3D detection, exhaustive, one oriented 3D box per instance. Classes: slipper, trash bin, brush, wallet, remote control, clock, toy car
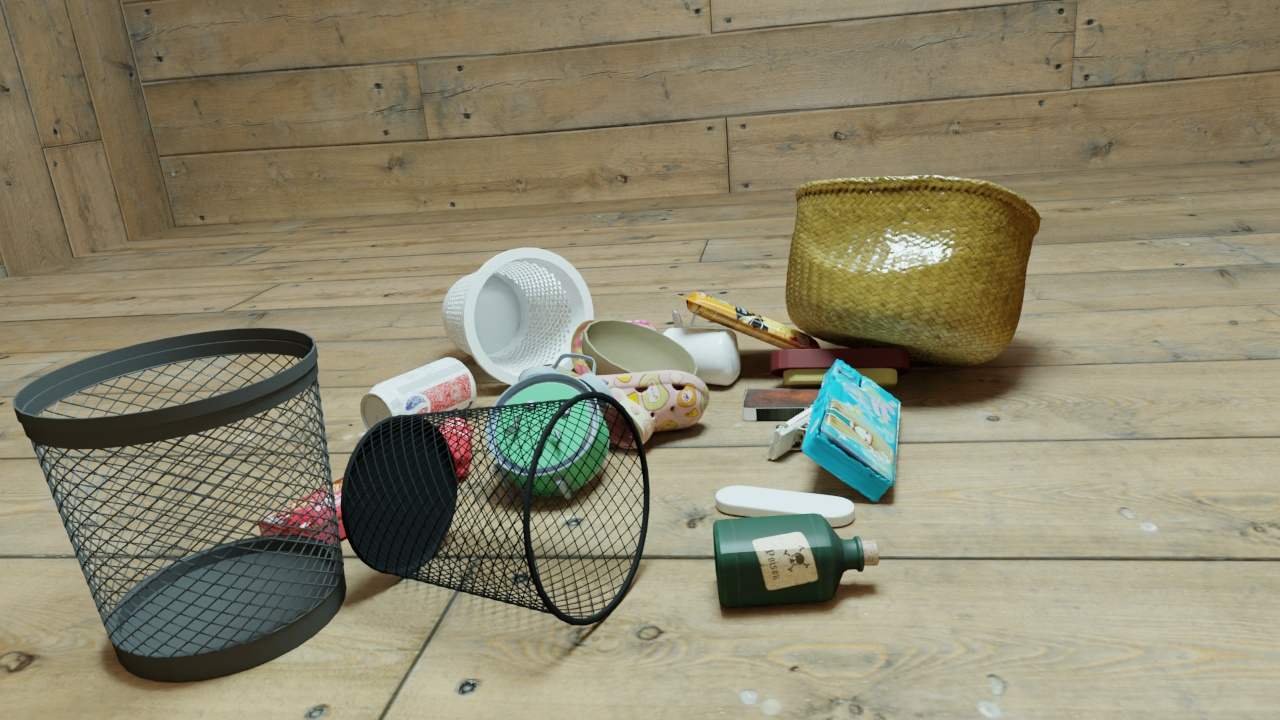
[{"bbox_3d":[-0.013,0.066,1.069,0.197,0.093,0.081,0,54,-14],"label":"slipper"},{"bbox_3d":[-0.128,0.119,0.785,0.211,0.184,0.183,-1,18,29],"label":"trash bin"},{"bbox_3d":[0.253,0.013,1.166,0.173,0.041,0.082,-1,-10,13],"label":"brush"},{"bbox_3d":[0.190,0.052,1.134,0.123,0.019,0.072,-1,19,11],"label":"wallet"},{"bbox_3d":[0.139,0.140,0.890,0.137,0.013,0.043,3,20,24],"label":"remote control"},{"bbox_3d":[-0.362,0.113,0.764,0.218,0.227,0.217,-5,18,1],"label":"trash bin"},{"bbox_3d":[-0.092,0.060,0.979,0.122,0.075,0.161,9,60,18],"label":"clock"},{"bbox_3d":[-0.202,-0.066,1.370,0.195,0.195,0.200,-15,11,-28],"label":"trash bin"},{"bbox_3d":[0.186,0.080,1.029,0.039,0.039,0.112,32,36,29],"label":"toy car"}]

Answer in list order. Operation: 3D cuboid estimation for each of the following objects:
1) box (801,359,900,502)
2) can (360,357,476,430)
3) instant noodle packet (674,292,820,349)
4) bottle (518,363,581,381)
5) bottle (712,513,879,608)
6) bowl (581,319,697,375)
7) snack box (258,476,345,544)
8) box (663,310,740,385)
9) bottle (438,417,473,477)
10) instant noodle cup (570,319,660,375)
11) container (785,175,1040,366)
[{"bbox_3d":[0.233,0.066,0.986,0.094,0.041,0.226,36,25,3],"label":"box"},{"bbox_3d":[-0.282,0.051,1.173,0.078,0.078,0.135,9,23,36],"label":"can"},{"bbox_3d":[0.152,-0.051,1.280,0.221,0.032,0.160,21,5,-2],"label":"instant noodle packet"},{"bbox_3d":[-0.110,0.041,1.173,0.067,0.068,0.157,-16,21,-30],"label":"bottle"},{"bbox_3d":[0.127,0.162,0.750,0.131,0.061,0.061,-4,21,2],"label":"bottle"},{"bbox_3d":[-0.007,0.007,1.171,0.152,0.051,0.152,17,25,-8],"label":"bowl"},{"bbox_3d":[-0.315,0.154,0.956,0.089,0.021,0.132,6,21,33],"label":"snack box"},{"bbox_3d":[0.081,-0.020,1.286,0.140,0.083,0.141,3,31,27],"label":"box"},{"bbox_3d":[-0.218,0.096,1.074,0.042,0.042,0.141,-7,18,-6],"label":"bottle"},{"bbox_3d":[-0.028,-0.017,1.300,0.098,0.098,0.108,11,17,40],"label":"instant noodle cup"},{"bbox_3d":[0.343,-0.107,1.184,0.307,0.196,0.307,11,-2,0],"label":"container"}]
